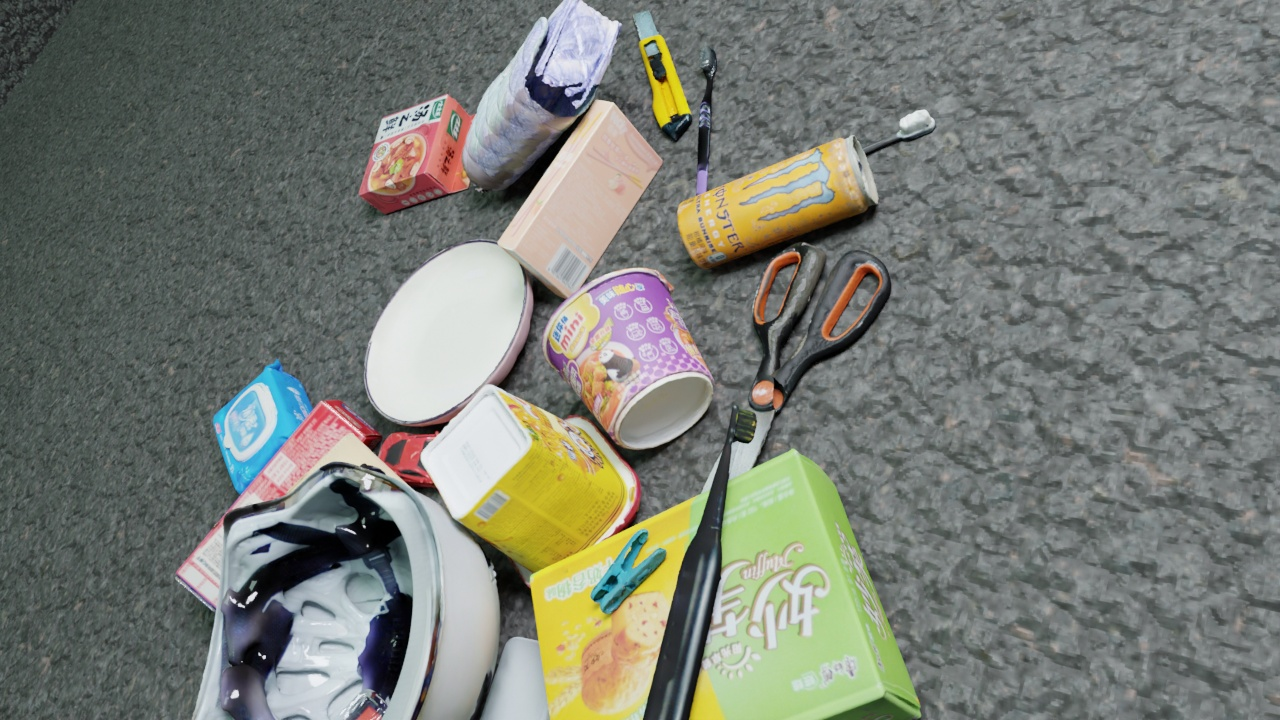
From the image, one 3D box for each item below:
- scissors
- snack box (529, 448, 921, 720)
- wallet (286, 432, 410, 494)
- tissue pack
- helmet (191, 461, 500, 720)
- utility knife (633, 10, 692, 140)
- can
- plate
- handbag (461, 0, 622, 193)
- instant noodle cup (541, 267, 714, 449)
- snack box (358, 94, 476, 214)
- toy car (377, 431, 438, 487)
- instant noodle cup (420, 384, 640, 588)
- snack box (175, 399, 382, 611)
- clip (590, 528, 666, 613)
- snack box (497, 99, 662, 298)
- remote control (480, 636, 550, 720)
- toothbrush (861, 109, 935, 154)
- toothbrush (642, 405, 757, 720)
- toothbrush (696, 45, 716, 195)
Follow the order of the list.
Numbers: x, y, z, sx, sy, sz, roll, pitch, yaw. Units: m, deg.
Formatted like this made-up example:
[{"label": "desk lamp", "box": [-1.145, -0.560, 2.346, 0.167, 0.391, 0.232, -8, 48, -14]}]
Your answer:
[{"label": "scissors", "box": [0.107, 0.014, 0.648, 0.163, 0.021, 0.233, -10, 58, 29]}, {"label": "snack box", "box": [0.041, 0.172, 0.565, 0.210, 0.070, 0.157, -29, 50, 18]}, {"label": "wallet", "box": [-0.239, 0.127, 0.775, 0.115, 0.024, 0.087, 38, 73, 15]}, {"label": "tissue pack", "box": [-0.380, 0.069, 0.929, 0.095, 0.052, 0.157, -45, 48, 3]}, {"label": "helmet", "box": [-0.191, 0.199, 0.655, 0.259, 0.146, 0.228, -18, 61, 27]}, {"label": "utility knife", "box": [0.016, -0.286, 0.896, 0.033, 0.015, 0.206, -26, 51, 16]}, {"label": "can", "box": [0.103, -0.120, 0.706, 0.146, 0.058, 0.058, -19, 54, 25]}, {"label": "plate", "box": [-0.172, -0.022, 0.850, 0.193, 0.039, 0.192, -17, 55, 26]}, {"label": "handbag", "box": [-0.100, -0.247, 0.859, 0.194, 0.075, 0.134, -24, 41, 61]}, {"label": "instant noodle cup", "box": [-0.004, 0.004, 0.679, 0.112, 0.111, 0.099, -38, 55, 9]}, {"label": "snack box", "box": [-0.242, -0.232, 1.021, 0.127, 0.044, 0.113, -10, 58, 30]}, {"label": "toy car", "box": [-0.188, 0.086, 0.802, 0.106, 0.031, 0.049, -1, 64, 32]}, {"label": "instant noodle cup", "box": [-0.082, 0.087, 0.665, 0.116, 0.123, 0.116, -46, 47, 3]}, {"label": "snack box", "box": [-0.330, 0.131, 0.841, 0.058, 0.057, 0.207, 40, 88, 3]}, {"label": "clip", "box": [-0.009, 0.131, 0.567, 0.056, 0.014, 0.040, -47, 45, -2]}, {"label": "snack box", "box": [-0.050, -0.140, 0.807, 0.026, 0.084, 0.157, 24, 78, 44]}, {"label": "remote control", "box": [-0.089, 0.262, 0.633, 0.056, 0.020, 0.135, 2, 64, 34]}, {"label": "toothbrush", "box": [0.143, -0.155, 0.730, 0.181, 0.018, 0.015, -21, 56, 25]}, {"label": "toothbrush", "box": [0.036, 0.124, 0.533, 0.027, 0.026, 0.212, 16, 67, 4]}, {"label": "toothbrush", "box": [0.057, -0.213, 0.824, 0.014, 0.016, 0.188, -11, 59, 29]}]
